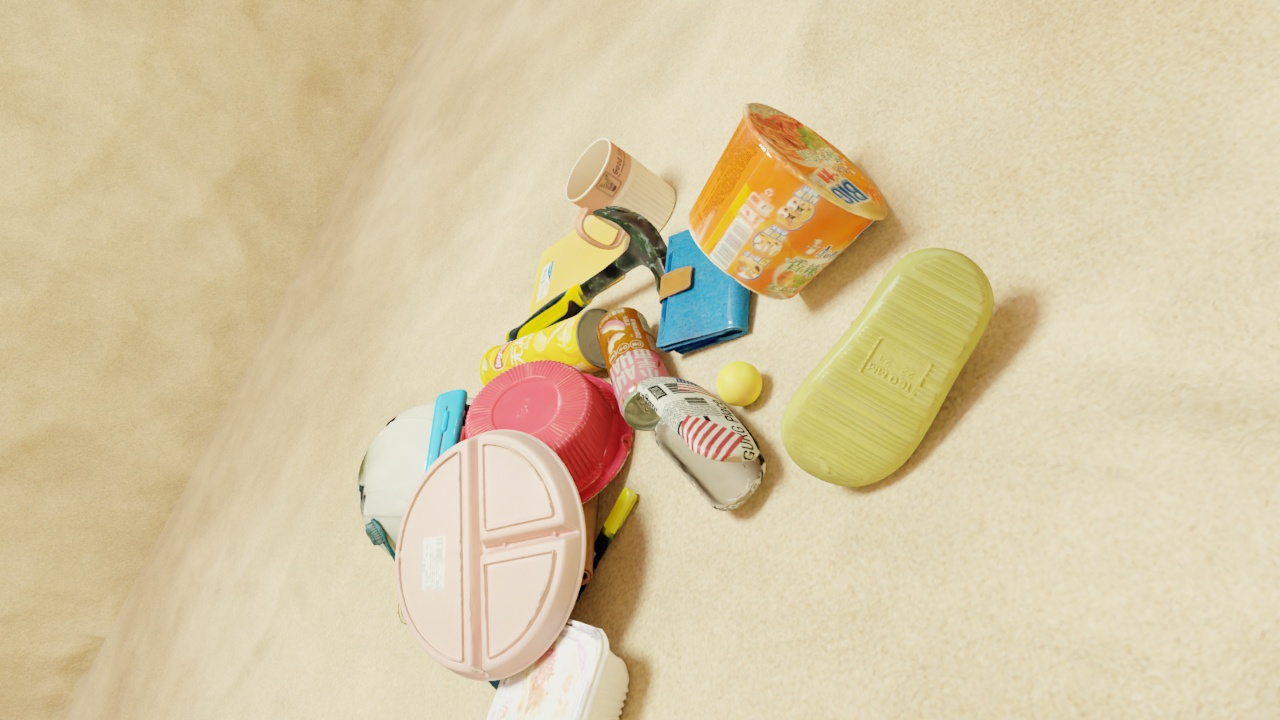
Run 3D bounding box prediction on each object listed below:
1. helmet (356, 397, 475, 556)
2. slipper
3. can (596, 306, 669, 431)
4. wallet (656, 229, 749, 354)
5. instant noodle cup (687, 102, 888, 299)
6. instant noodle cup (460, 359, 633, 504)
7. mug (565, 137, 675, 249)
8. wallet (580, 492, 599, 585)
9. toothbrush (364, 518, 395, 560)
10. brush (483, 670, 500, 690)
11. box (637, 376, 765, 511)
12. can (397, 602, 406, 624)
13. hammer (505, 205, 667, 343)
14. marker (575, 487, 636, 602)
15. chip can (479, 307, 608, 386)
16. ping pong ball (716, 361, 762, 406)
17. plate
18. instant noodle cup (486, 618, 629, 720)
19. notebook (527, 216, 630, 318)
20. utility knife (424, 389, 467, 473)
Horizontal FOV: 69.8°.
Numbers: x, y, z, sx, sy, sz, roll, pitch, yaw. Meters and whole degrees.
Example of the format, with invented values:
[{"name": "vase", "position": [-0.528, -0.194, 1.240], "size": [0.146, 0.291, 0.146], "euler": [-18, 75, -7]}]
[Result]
[{"name": "helmet", "position": [-0.238, 0.136, 1.078], "size": [0.275, 0.156, 0.229], "euler": [-18, 51, 49]}, {"name": "slipper", "position": [0.180, 0.005, 0.662], "size": [0.191, 0.091, 0.081], "euler": [-59, -10, 21]}, {"name": "can", "position": [-0.006, 0.005, 0.940], "size": [0.058, 0.058, 0.147], "euler": [-48, 33, 20]}, {"name": "wallet", "position": [0.065, -0.078, 0.913], "size": [0.107, 0.040, 0.132], "euler": [-15, 59, 42]}, {"name": "instant noodle cup", "position": [0.119, -0.132, 0.795], "size": [0.112, 0.151, 0.151], "euler": [-53, 31, 29]}, {"name": "instant noodle cup", "position": [-0.108, 0.068, 0.941], "size": [0.194, 0.066, 0.193], "euler": [-10, 47, 11]}, {"name": "mug", "position": [-0.029, -0.185, 1.083], "size": [0.082, 0.106, 0.114], "euler": [11, 74, 58]}, {"name": "wallet", "position": [-0.093, 0.174, 0.901], "size": [0.108, 0.031, 0.131], "euler": [-17, 31, 13]}, {"name": "toothbrush", "position": [-0.253, 0.260, 1.013], "size": [0.018, 0.191, 0.016], "euler": [-27, -5, -41]}, {"name": "brush", "position": [-0.129, 0.253, 0.903], "size": [0.055, 0.073, 0.143], "euler": [-45, 33, 45]}, {"name": "box", "position": [0.046, 0.057, 0.796], "size": [0.076, 0.087, 0.163], "euler": [-43, 29, 1]}, {"name": "can", "position": [-0.185, 0.251, 0.950], "size": [0.075, 0.111, 0.075], "euler": [-36, 38, 35]}, {"name": "hammer", "position": [-0.075, -0.076, 1.088], "size": [0.031, 0.126, 0.324], "euler": [-27, -2, -40]}, {"name": "marker", "position": [-0.037, 0.180, 0.888], "size": [0.124, 0.015, 0.018], "euler": [-62, 26, 4]}, {"name": "chip can", "position": [-0.107, -0.004, 1.087], "size": [0.214, 0.072, 0.072], "euler": [-17, 52, 48]}, {"name": "ping pong ball", "position": [0.087, 0.020, 0.808], "size": [0.040, 0.040, 0.040], "euler": [-36, 39, 35]}, {"name": "plate", "position": [-0.147, 0.175, 0.846], "size": [0.230, 0.028, 0.229], "euler": [-11, 71, 33]}, {"name": "instant noodle cup", "position": [-0.072, 0.312, 0.786], "size": [0.138, 0.060, 0.173], "euler": [-6, 61, 54]}, {"name": "notebook", "position": [-0.081, -0.127, 1.206], "size": [0.207, 0.010, 0.145], "euler": [-28, 44, 43]}, {"name": "utility knife", "position": [-0.212, 0.104, 0.976], "size": [0.018, 0.034, 0.159], "euler": [80, -168, -63]}]
